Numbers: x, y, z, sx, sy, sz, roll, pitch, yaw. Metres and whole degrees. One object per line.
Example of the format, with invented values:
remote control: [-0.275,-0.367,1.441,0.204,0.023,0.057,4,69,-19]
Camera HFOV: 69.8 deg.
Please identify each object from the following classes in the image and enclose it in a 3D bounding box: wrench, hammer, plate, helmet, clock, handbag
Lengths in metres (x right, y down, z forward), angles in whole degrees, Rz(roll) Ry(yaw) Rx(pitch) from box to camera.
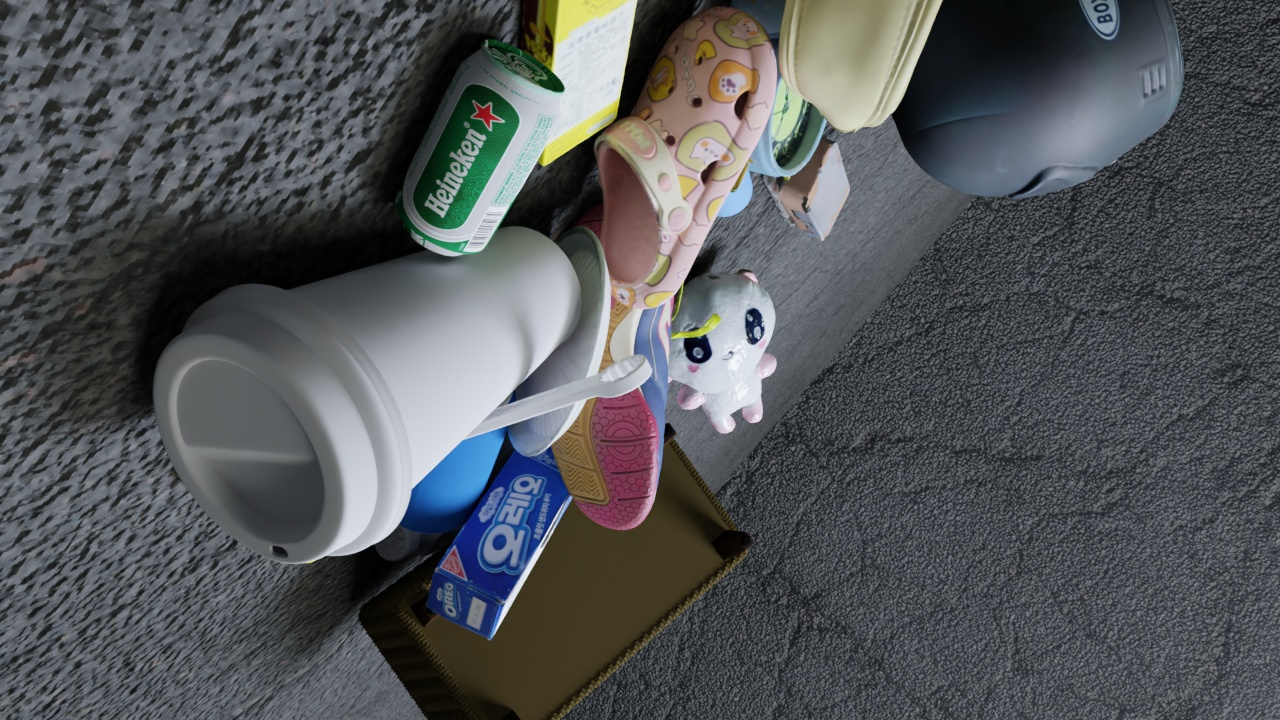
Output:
wrench: [-0.113,0.043,0.543,0.274,0.009,0.047,-19,-160,26]
hammer: [-0.106,0.051,0.825,0.313,0.035,0.139,-50,167,8]
plate: [-0.056,-0.012,0.613,0.014,0.156,0.157,14,128,-26]
helmet: [0.370,-0.280,0.914,0.236,0.249,0.315,-22,176,18]
clock: [0.090,-0.199,0.630,0.117,0.060,0.162,-28,133,-51]
handbag: [0.155,-0.254,0.532,0.190,0.088,0.233,-18,128,-73]

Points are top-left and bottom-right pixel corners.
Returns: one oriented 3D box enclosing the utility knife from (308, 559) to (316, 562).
utility knife: [-0.242,0.101,0.593,0.028,0.020,0.213,-45,165,-16]

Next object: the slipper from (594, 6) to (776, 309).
slipper: [0.007,-0.126,0.571,0.081,0.093,0.198,2,121,-40]

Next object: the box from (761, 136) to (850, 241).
box: [0.188,-0.188,1.003,0.081,0.063,0.216,-60,165,5]

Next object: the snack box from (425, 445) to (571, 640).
snack box: [-0.085,0.105,0.714,0.225,0.059,0.060,-61,176,-48]

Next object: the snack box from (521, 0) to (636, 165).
snack box: [-0.031,-0.169,0.468,0.061,0.025,0.149,-41,164,-27]

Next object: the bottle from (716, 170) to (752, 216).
bottle: [0.059,-0.155,0.723,0.048,0.048,0.131,-48,166,2]

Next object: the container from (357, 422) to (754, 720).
container: [-0.067,0.200,0.843,0.320,0.176,0.205,-35,179,-26]

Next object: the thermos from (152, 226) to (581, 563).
thermos: [-0.121,-0.002,0.482,0.221,0.131,0.132,-41,166,-54]

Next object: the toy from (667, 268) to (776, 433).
toy: [0.084,-0.007,0.984,0.138,0.179,0.101,-21,-163,-9]

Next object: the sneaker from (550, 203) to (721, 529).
sneaker: [-0.005,0.004,0.693,0.091,0.116,0.242,-20,113,-74]

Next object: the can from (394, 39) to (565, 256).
can: [-0.080,-0.101,0.451,0.101,0.053,0.053,-54,164,26]

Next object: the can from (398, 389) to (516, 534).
can: [-0.139,0.056,0.646,0.078,0.079,0.146,-35,161,-41]

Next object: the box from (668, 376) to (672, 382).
box: [-0.004,0.020,1.029,0.232,0.037,0.098,-35,162,-39]
